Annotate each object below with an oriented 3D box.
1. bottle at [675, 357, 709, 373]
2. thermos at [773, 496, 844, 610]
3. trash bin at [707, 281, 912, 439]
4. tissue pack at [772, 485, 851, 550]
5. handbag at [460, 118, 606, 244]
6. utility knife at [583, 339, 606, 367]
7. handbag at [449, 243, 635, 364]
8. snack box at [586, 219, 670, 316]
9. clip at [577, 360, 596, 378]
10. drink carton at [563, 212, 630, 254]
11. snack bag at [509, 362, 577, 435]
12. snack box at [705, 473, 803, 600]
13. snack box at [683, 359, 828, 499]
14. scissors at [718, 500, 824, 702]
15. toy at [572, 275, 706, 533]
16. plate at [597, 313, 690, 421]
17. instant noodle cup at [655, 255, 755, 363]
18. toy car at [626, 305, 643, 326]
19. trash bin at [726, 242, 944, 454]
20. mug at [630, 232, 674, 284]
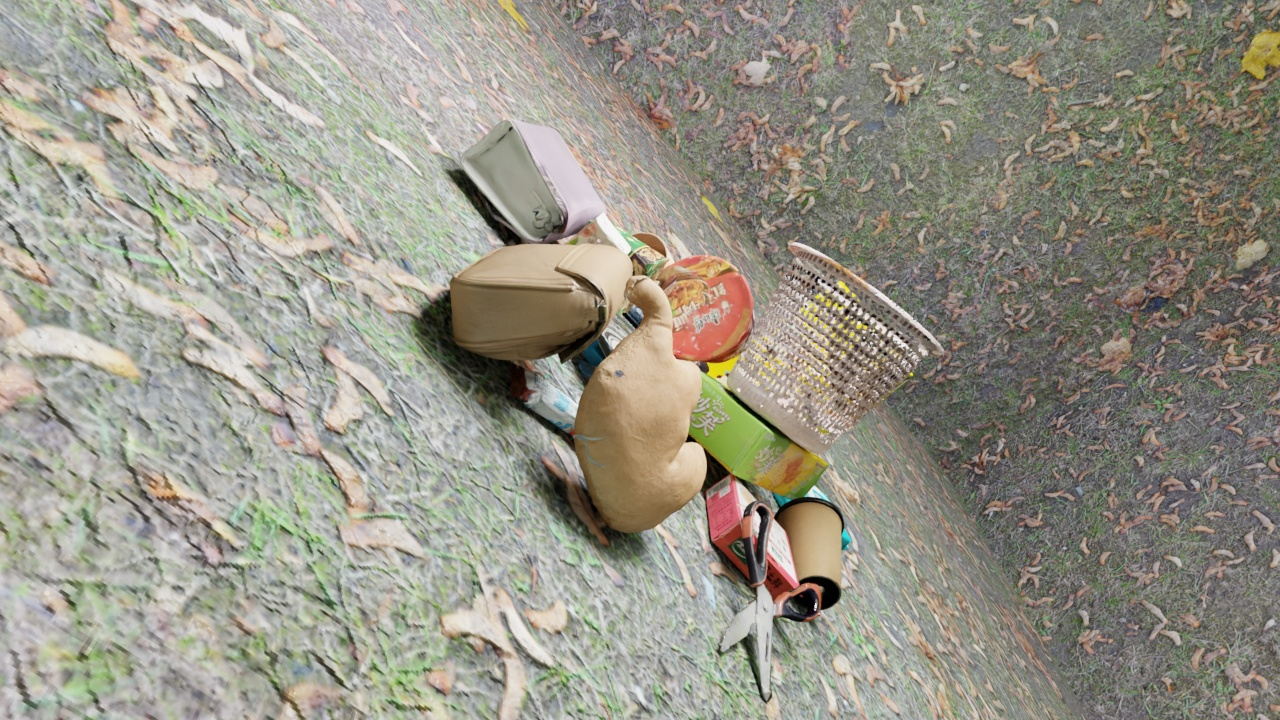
[{"bbox_3d":[0.035,-0.007,1.249,0.080,0.044,0.194,59,18,15],"label":"bottle"},{"bbox_3d":[0.216,0.242,1.158,0.093,0.093,0.143,46,26,-22],"label":"thermos"},{"bbox_3d":[0.263,0.024,1.433,0.229,0.256,0.229,46,18,-20],"label":"trash bin"},{"bbox_3d":[0.254,0.227,1.349,0.133,0.050,0.093,37,22,-45],"label":"tissue pack"},{"bbox_3d":[-0.127,-0.214,1.134,0.145,0.098,0.196,50,15,-3],"label":"handbag"},{"bbox_3d":[-0.038,-0.020,1.120,0.034,0.018,0.187,51,15,-5],"label":"utility knife"},{"bbox_3d":[-0.089,-0.055,0.841,0.204,0.148,0.100,-63,152,-71],"label":"handbag"},{"bbox_3d":[-0.043,-0.117,1.167,0.105,0.118,0.117,41,15,2],"label":"snack box"},{"bbox_3d":[-0.047,0.018,1.017,0.056,0.026,0.024,26,27,-33],"label":"clip"},{"bbox_3d":[-0.075,-0.102,0.999,0.053,0.123,0.045,52,18,-9],"label":"drink carton"},{"bbox_3d":[-0.082,0.040,0.848,0.105,0.026,0.045,40,30,-36],"label":"snack bag"},{"bbox_3d":[0.127,0.207,1.046,0.113,0.044,0.127,48,15,-17],"label":"snack box"},{"bbox_3d":[0.132,0.095,1.175,0.158,0.070,0.210,41,6,36],"label":"snack box"},{"bbox_3d":[0.130,0.237,0.937,0.226,0.015,0.189,3,64,-52],"label":"scissors"},{"bbox_3d":[0.000,0.044,0.796,0.143,0.083,0.226,-31,125,-44],"label":"toy"},{"bbox_3d":[-0.006,0.006,1.056,0.179,0.024,0.179,48,13,-15],"label":"plate"},{"bbox_3d":[0.090,-0.057,1.200,0.138,0.138,0.108,58,10,18],"label":"instant noodle cup"},{"bbox_3d":[-0.003,-0.071,1.296,0.090,0.034,0.042,45,21,-21],"label":"toy car"},{"bbox_3d":[0.219,-0.002,1.120,0.227,0.192,0.227,37,5,-4],"label":"trash bin"},{"bbox_3d":[0.023,-0.114,1.335,0.124,0.084,0.103,55,4,23],"label":"mug"}]
